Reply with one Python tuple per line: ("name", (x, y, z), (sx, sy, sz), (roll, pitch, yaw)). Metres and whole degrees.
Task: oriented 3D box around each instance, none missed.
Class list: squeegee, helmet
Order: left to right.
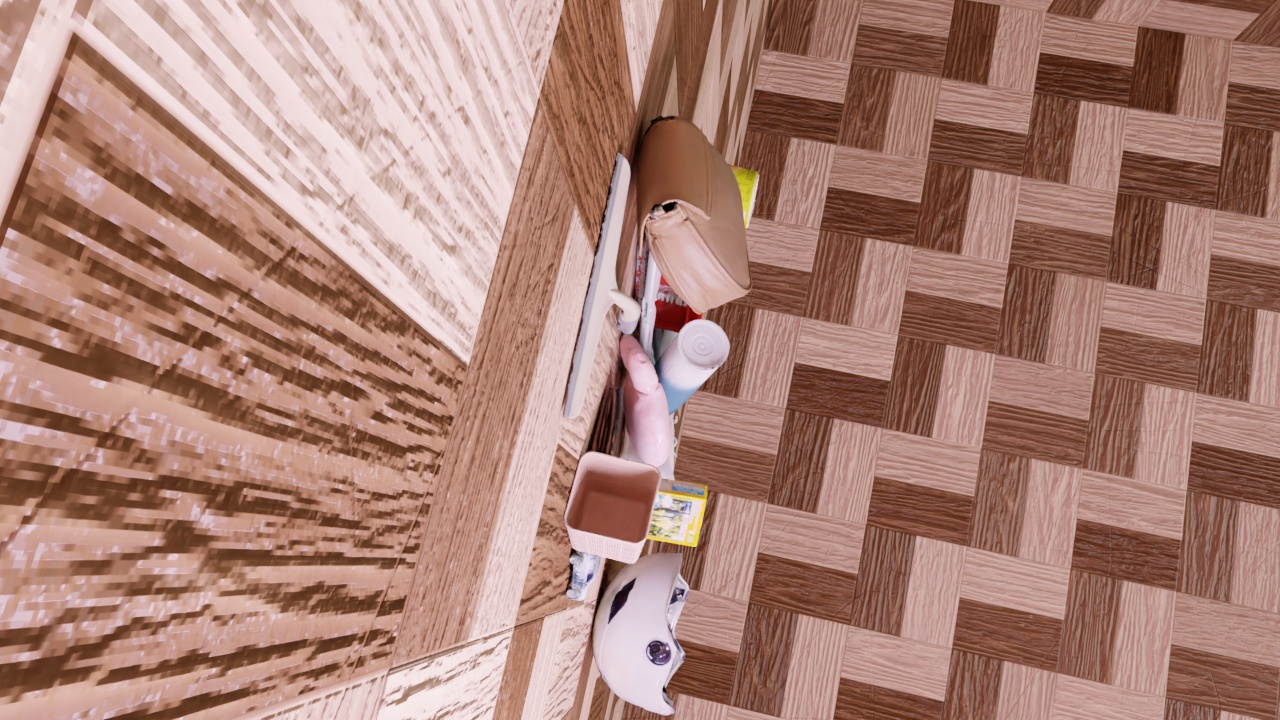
("squeegee", (-0.018, -0.052, 0.945), (0.246, 0.039, 0.246), (56, 45, -82))
("helmet", (-0.003, 0.430, 1.488), (0.228, 0.146, 0.259), (-63, 156, -73))

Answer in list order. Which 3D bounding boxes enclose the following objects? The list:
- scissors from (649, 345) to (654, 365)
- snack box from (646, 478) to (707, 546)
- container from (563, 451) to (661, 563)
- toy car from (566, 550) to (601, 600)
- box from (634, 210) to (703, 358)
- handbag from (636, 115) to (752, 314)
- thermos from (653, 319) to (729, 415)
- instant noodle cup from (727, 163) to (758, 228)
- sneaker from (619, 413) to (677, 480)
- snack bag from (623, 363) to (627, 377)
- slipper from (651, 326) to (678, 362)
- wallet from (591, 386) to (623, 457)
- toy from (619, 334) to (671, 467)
("scissors", (0.012, -0.019, 1.250), (0.083, 0.017, 0.138), (-77, 162, -70))
("snack box", (0.013, 0.195, 1.213), (0.033, 0.140, 0.087), (-73, 172, -56))
("container", (-0.031, 0.168, 1.013), (0.111, 0.090, 0.089), (96, 8, -63))
("toy car", (-0.066, 0.245, 1.087), (0.042, 0.034, 0.091), (-74, 175, -61))
("box", (0.034, -0.087, 1.105), (0.202, 0.095, 0.101), (96, 6, -50))
("handbag", (0.047, -0.148, 0.939), (0.148, 0.100, 0.204), (49, 28, -36))
("thermos", (0.046, 0.018, 1.164), (0.221, 0.070, 0.070), (126, -20, -65))
("instant noodle cup", (0.102, -0.237, 1.302), (0.111, 0.123, 0.111), (13, 88, -84))
("sneaker", (0.012, 0.126, 1.373), (0.090, 0.089, 0.243), (-77, 169, -58))
("snack bag", (-0.007, 0.007, 1.216), (0.104, 0.026, 0.048), (-21, 108, -84))
("slipper", (0.054, -0.025, 1.366), (0.246, 0.074, 0.104), (77, -2, -68))
("wallet", (-0.038, 0.101, 1.092), (0.125, 0.032, 0.101), (94, 7, -58))
("toy", (0.005, 0.049, 1.114), (0.121, 0.054, 0.160), (-120, -162, -62))
